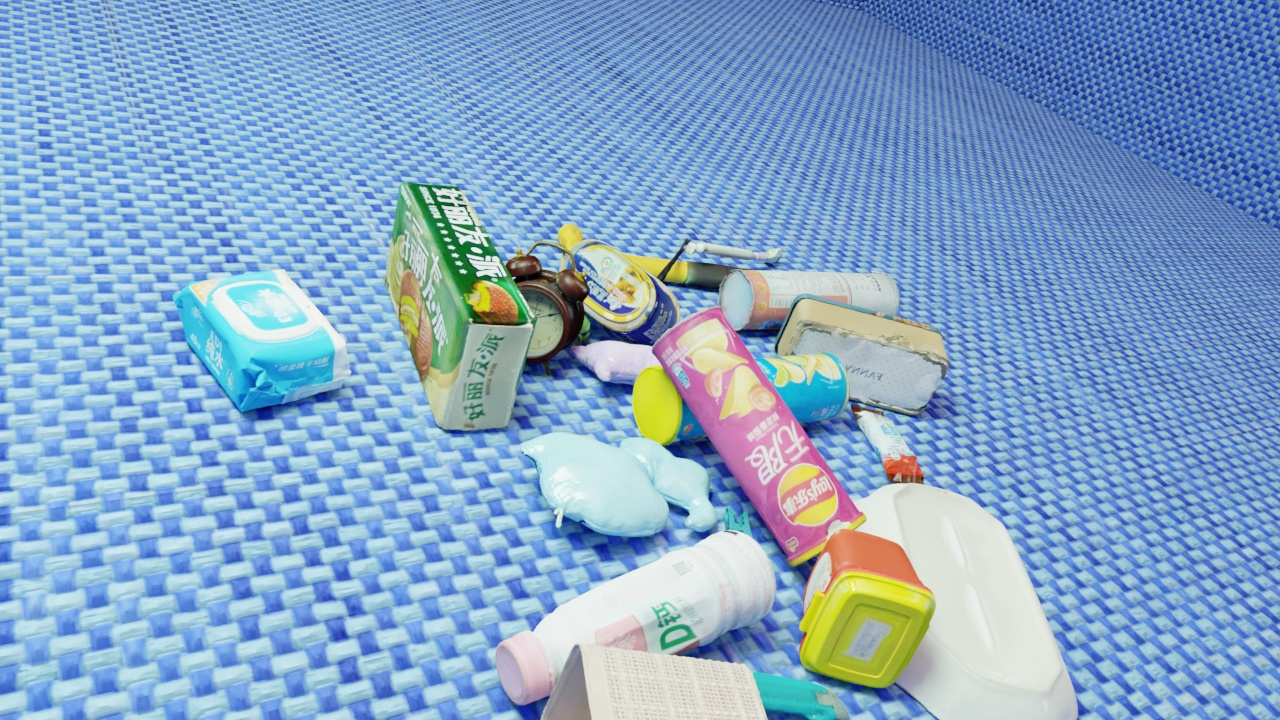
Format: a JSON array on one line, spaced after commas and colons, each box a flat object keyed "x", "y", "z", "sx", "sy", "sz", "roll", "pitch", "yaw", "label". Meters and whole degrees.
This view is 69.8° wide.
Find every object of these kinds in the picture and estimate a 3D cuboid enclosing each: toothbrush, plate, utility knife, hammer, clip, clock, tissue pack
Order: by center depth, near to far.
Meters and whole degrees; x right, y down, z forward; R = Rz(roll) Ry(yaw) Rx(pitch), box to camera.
[{"x": 0.049, "y": 0.207, "z": 0.583, "sx": 0.215, "sy": 0.013, "sz": 0.029, "roll": 17, "pitch": 37, "yaw": -26, "label": "utility knife"}, {"x": 0.079, "y": 0.140, "z": 0.741, "sx": 0.042, "sy": 0.014, "sz": 0.056, "roll": 12, "pitch": 31, "yaw": -11, "label": "clip"}, {"x": 0.261, "y": 0.186, "z": 0.744, "sx": 0.162, "sy": 0.034, "sz": 0.265, "roll": 16, "pitch": 32, "yaw": -4, "label": "plate"}, {"x": -0.306, "y": -0.021, "z": 0.744, "sx": 0.089, "sy": 0.063, "sz": 0.140, "roll": -16, "pitch": 46, "yaw": -42, "label": "tissue pack"}, {"x": -0.093, "y": -0.052, "z": 0.851, "sx": 0.082, "sy": 0.122, "sz": 0.055, "roll": 20, "pitch": 19, "yaw": 3, "label": "clock"}, {"x": 0.033, "y": -0.101, "z": 1.025, "sx": 0.018, "sy": 0.016, "sz": 0.180, "roll": 31, "pitch": 32, "yaw": 4, "label": "toothbrush"}, {"x": 0.053, "y": -0.103, "z": 1.085, "sx": 0.300, "sy": 0.033, "sz": 0.128, "roll": 5, "pitch": 35, "yaw": -21, "label": "hammer"}, {"x": 0.122, "y": -0.134, "z": 1.135, "sx": 0.189, "sy": 0.029, "sz": 0.020, "roll": -4, "pitch": 61, "yaw": -53, "label": "toothbrush"}]

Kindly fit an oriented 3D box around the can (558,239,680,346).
[{"x": -0.023, "y": -0.069, "z": 0.935, "sx": 0.148, "sy": 0.074, "sz": 0.049, "roll": 41, "pitch": 5, "yaw": 41, "label": "can"}]

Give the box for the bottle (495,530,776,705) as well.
[{"x": -0.001, "y": 0.170, "z": 0.607, "sx": 0.196, "sy": 0.068, "sz": 0.068, "roll": -12, "pitch": 43, "yaw": -35, "label": "bottle"}]

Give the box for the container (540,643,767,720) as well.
[{"x": 0.010, "y": 0.221, "z": 0.514, "sx": 0.111, "sy": 0.090, "sz": 0.089, "roll": 10, "pitch": 33, "yaw": -20, "label": "container"}]

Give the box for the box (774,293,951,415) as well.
[{"x": 0.227, "y": -0.007, "z": 0.973, "sx": 0.184, "sy": 0.090, "sz": 0.061, "roll": 17, "pitch": 38, "yaw": -5, "label": "box"}]

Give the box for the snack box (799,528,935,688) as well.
[{"x": 0.156, "y": 0.174, "z": 0.659, "sx": 0.082, "sy": 0.091, "sz": 0.080, "roll": 16, "pitch": 25, "yaw": -5, "label": "snack box"}]

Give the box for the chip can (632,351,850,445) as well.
[{"x": 0.098, "y": 0.033, "z": 0.862, "sx": 0.209, "sy": 0.071, "sz": 0.071, "roll": -5, "pitch": 38, "yaw": -33, "label": "chip can"}]

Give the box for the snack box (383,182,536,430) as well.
[{"x": -0.168, "y": -0.055, "z": 0.819, "sx": 0.063, "sy": 0.115, "sz": 0.240, "roll": 0, "pitch": 37, "yaw": -29, "label": "snack box"}]

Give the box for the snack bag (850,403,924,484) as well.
[{"x": 0.242, "y": 0.081, "z": 0.903, "sx": 0.048, "sy": 0.026, "sz": 0.104, "roll": 11, "pitch": 31, "yaw": -23, "label": "snack bag"}]

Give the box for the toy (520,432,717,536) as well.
[{"x": -0.015, "y": 0.098, "z": 0.725, "sx": 0.161, "sy": 0.050, "sz": 0.156, "roll": 31, "pitch": 26, "yaw": 6, "label": "toy"}]

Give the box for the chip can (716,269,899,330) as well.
[{"x": 0.198, "y": -0.071, "z": 1.072, "sx": 0.214, "sy": 0.071, "sz": 0.071, "roll": -1, "pitch": 37, "yaw": -29, "label": "chip can"}]

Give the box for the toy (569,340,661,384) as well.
[{"x": -0.005, "y": 0.005, "z": 0.878, "sx": 0.108, "sy": 0.039, "sz": 0.084, "roll": 8, "pitch": 17, "yaw": -26, "label": "toy"}]

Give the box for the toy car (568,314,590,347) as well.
[{"x": -0.093, "y": -0.041, "z": 0.914, "sx": 0.091, "sy": 0.036, "sz": 0.043, "roll": 12, "pitch": 31, "yaw": -17, "label": "toy car"}]

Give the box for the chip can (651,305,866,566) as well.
[{"x": 0.093, "y": 0.059, "z": 0.745, "sx": 0.071, "sy": 0.072, "sz": 0.210, "roll": -20, "pitch": 72, "yaw": -45, "label": "chip can"}]
